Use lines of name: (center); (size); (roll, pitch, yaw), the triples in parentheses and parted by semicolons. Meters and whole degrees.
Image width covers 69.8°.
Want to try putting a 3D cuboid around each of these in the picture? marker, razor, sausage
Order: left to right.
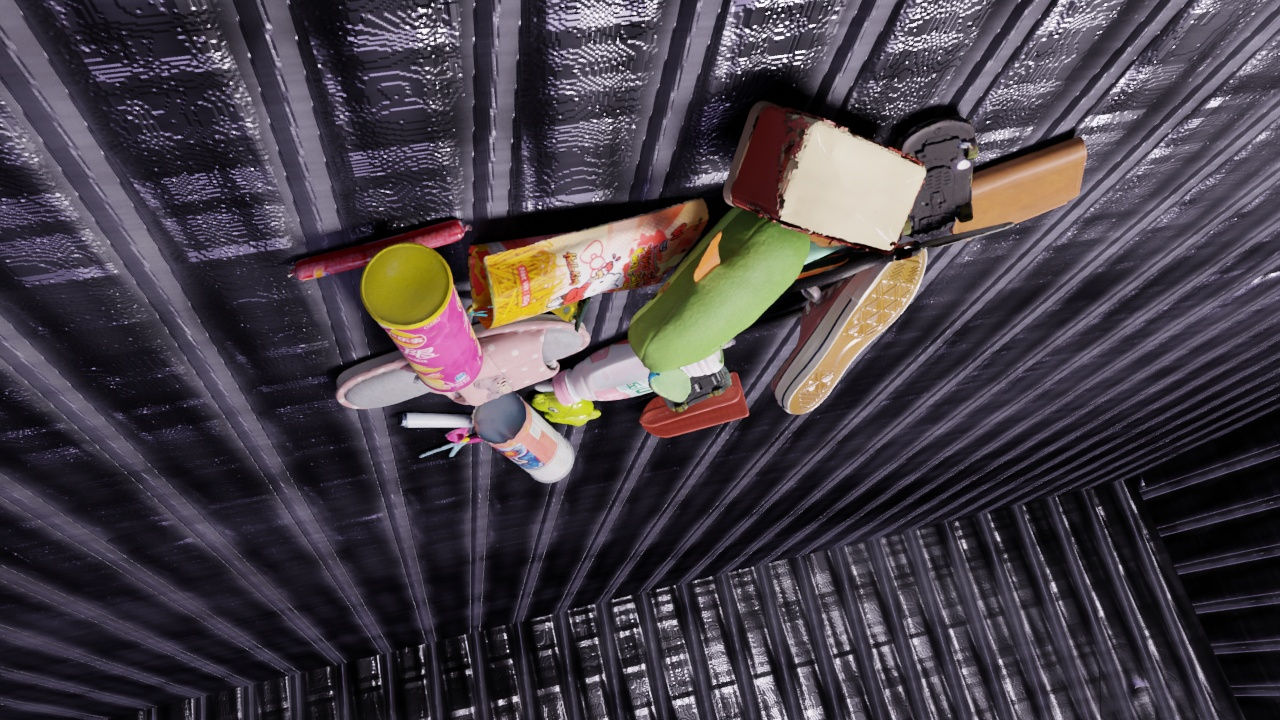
sausage: (-0.214, -0.089, 0.751); (0.156, 0.020, 0.020); (-15, 158, 0)
marker: (-0.238, 0.076, 1.133); (0.130, 0.018, 0.023); (4, 134, -40)
razor: (-0.110, -0.051, 0.895); (0.132, 0.028, 0.043); (-2, 132, -36)

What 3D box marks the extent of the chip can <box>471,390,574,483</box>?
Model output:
chip can: (-0.146, 0.100, 1.180); (0.071, 0.071, 0.215); (-17, 158, 5)

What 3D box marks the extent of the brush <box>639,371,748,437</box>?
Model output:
brush: (0.069, 0.064, 1.244); (0.146, 0.063, 0.069); (-17, 170, 10)

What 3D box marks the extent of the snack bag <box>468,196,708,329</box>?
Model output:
snack bag: (-0.048, -0.086, 0.824); (0.207, 0.073, 0.129); (-14, 159, -22)

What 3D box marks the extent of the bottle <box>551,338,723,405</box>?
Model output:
bottle: (-0.006, 0.006, 1.056); (0.197, 0.068, 0.068); (-17, 158, 15)

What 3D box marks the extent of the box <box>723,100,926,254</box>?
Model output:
box: (0.158, -0.143, 0.735); (0.168, 0.079, 0.091); (6, 109, -43)

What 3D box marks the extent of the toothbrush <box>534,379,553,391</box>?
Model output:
toothbrush: (-0.037, 0.019, 1.130); (0.191, 0.016, 0.018); (-7, 147, -19)

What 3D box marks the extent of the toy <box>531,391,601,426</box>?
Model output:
toy: (-0.093, 0.059, 1.166); (0.096, 0.031, 0.100); (6, 160, -16)

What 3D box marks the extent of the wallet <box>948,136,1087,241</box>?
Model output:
wallet: (0.375, -0.164, 0.923); (0.131, 0.035, 0.119); (-19, 158, 14)

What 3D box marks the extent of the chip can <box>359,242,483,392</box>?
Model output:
chip can: (-0.186, -0.030, 0.811); (0.071, 0.071, 0.211); (-13, 165, -6)

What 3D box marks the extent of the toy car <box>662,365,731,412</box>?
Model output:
toy car: (0.072, 0.032, 1.190); (0.091, 0.043, 0.036); (-24, -166, 6)

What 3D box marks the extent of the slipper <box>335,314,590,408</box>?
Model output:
slipper: (-0.185, 0.013, 0.968); (0.274, 0.054, 0.114); (-14, 158, -1)

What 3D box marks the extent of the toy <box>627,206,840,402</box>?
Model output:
toy: (0.084, -0.076, 0.842); (0.247, 0.090, 0.227); (-42, 160, 0)

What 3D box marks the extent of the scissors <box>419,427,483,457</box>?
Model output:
scissors: (-0.232, 0.108, 1.222); (0.125, 0.017, 0.134); (-8, 162, -24)

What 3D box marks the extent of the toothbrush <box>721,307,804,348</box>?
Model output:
toothbrush: (0.176, -0.050, 1.101); (0.181, 0.018, 0.016); (-19, 150, 6)

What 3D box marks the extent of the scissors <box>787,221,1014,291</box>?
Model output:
scissors: (0.254, -0.113, 0.909); (0.235, 0.022, 0.136); (-17, -169, 17)

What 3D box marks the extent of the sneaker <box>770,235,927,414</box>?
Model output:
sneaker: (0.218, -0.051, 1.031); (0.118, 0.088, 0.242); (8, 125, -43)

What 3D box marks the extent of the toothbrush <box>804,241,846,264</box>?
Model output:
toothbrush: (0.147, -0.104, 0.937); (0.225, 0.026, 0.027); (-23, 165, 20)

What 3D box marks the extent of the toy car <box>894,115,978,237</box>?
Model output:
toy car: (0.267, -0.166, 0.834); (0.070, 0.042, 0.158); (-10, 149, 8)
